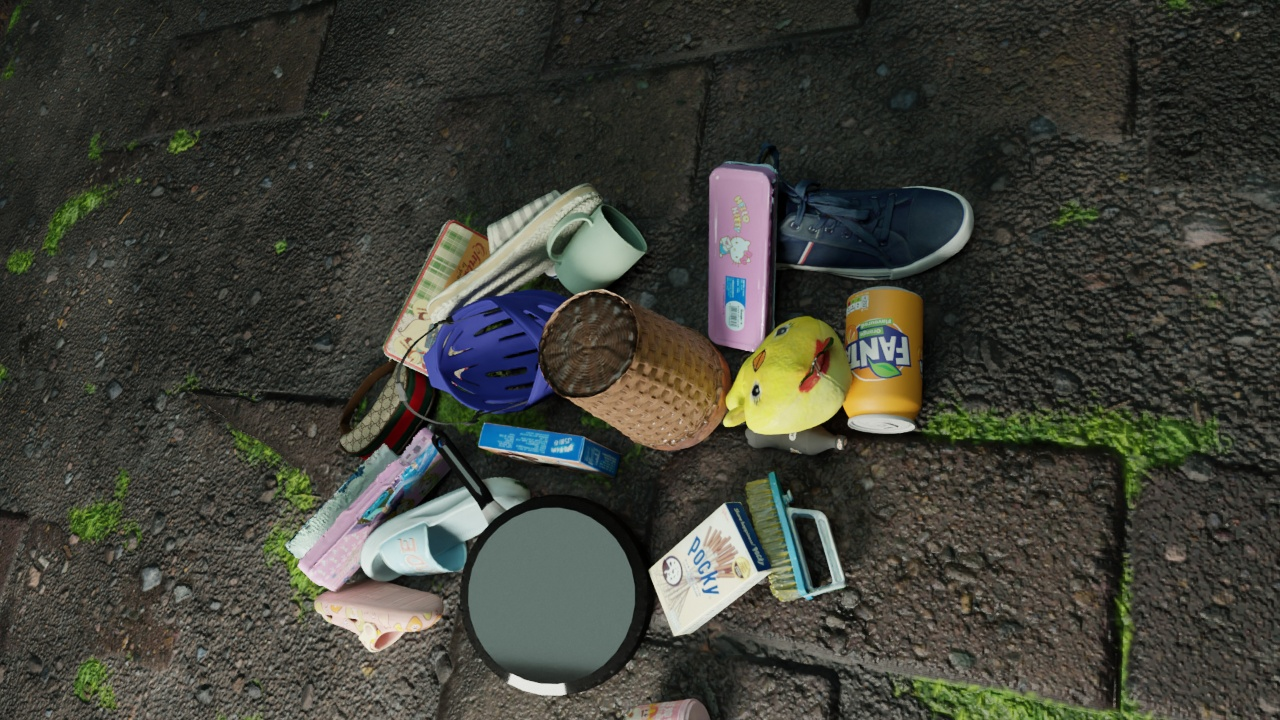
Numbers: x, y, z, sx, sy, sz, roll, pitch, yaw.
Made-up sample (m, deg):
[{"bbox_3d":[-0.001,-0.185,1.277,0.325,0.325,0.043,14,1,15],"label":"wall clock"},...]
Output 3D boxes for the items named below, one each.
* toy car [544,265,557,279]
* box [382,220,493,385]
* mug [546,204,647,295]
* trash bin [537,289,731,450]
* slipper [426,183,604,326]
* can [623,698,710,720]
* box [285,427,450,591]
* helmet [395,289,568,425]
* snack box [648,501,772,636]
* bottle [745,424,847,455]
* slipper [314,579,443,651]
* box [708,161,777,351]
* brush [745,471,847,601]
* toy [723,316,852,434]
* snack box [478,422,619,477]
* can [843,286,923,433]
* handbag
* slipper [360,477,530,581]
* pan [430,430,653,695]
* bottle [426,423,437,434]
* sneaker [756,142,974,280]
[{"bbox_3d":[-0.120,-0.154,1.250,0.039,0.027,0.089,-21,64,19],"label":"toy car"},{"bbox_3d":[-0.257,-0.077,1.246,0.205,0.117,0.050,-63,21,-6],"label":"box"},{"bbox_3d":[-0.066,-0.141,1.166,0.104,0.111,0.084,-43,41,21],"label":"mug"},{"bbox_3d":[-0.006,0.006,1.023,0.151,0.210,0.151,-10,68,25],"label":"trash bin"},{"bbox_3d":[-0.164,-0.137,1.183,0.273,0.114,0.054,-38,67,6],"label":"slipper"},{"bbox_3d":[0.029,0.391,0.955,0.076,0.067,0.067,-17,66,24],"label":"can"},{"bbox_3d":[-0.349,0.182,1.185,0.077,0.085,0.230,33,71,24],"label":"box"},{"bbox_3d":[-0.180,0.000,1.118,0.242,0.227,0.148,-11,100,26],"label":"helmet"},{"bbox_3d":[0.071,0.224,0.979,0.150,0.026,0.082,-49,52,36],"label":"snack box"},{"bbox_3d":[0.170,0.083,1.001,0.110,0.036,0.036,5,76,30],"label":"bottle"},{"bbox_3d":[-0.334,0.332,1.167,0.198,0.093,0.081,-2,92,35],"label":"slipper"},{"bbox_3d":[0.115,-0.115,1.030,0.076,0.036,0.214,12,119,27],"label":"box"},{"bbox_3d":[0.161,0.179,0.963,0.075,0.055,0.135,-19,64,12],"label":"brush"},{"bbox_3d":[0.149,0.021,0.964,0.133,0.092,0.208,-60,20,-13],"label":"toy"},{"bbox_3d":[-0.112,0.109,1.118,0.151,0.087,0.034,4,74,30],"label":"snack box"},{"bbox_3d":[0.254,-0.001,0.959,0.079,0.079,0.142,-3,72,28],"label":"can"},{"bbox_3d":[-0.362,0.059,1.295,0.138,0.063,0.166,37,92,43],"label":"handbag"},{"bbox_3d":[-0.244,0.222,1.147,0.246,0.104,0.074,-28,58,13],"label":"slipper"},{"bbox_3d":[-0.140,0.218,1.064,0.225,0.034,0.356,-41,76,1],"label":"pan"},{"bbox_3d":[-0.304,0.139,1.248,0.030,0.030,0.113,18,82,32],"label":"bottle"},{"bbox_3d":[0.210,-0.164,1.015,0.295,0.127,0.120,3,75,28],"label":"sneaker"}]
